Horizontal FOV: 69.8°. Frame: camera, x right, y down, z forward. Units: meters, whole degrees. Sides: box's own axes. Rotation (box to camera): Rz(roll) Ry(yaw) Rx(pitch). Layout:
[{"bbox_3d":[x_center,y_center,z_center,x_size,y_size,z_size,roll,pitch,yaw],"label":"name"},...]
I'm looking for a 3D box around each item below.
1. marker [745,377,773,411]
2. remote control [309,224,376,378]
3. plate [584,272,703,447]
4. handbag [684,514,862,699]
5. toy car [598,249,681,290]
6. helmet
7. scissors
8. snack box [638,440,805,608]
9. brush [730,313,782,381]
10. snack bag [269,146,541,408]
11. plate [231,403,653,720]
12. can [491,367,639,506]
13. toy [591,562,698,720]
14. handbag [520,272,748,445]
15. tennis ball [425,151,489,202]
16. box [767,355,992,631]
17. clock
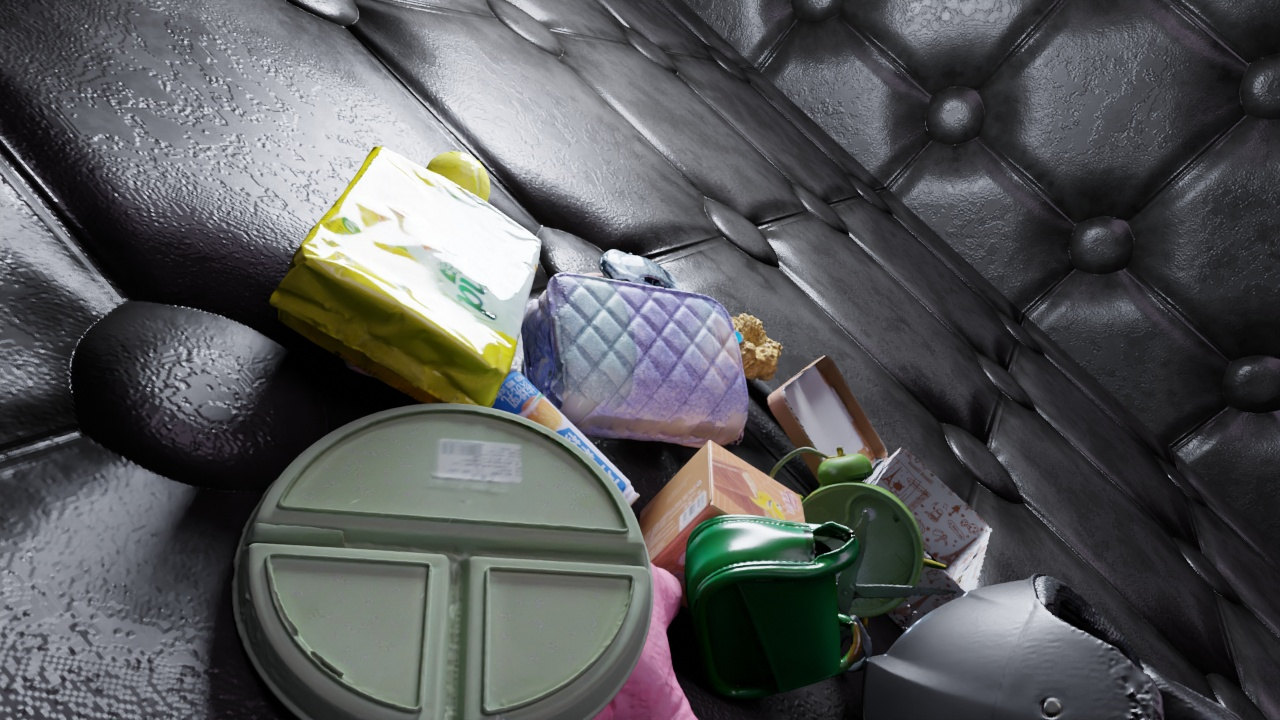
[{"bbox_3d":[0.163,0.062,1.023,0.132,0.020,0.022,45,5,11],"label":"marker"},{"bbox_3d":[-0.210,-0.044,0.692,0.058,0.021,0.150,13,37,-44],"label":"remote control"},{"bbox_3d":[0.011,-0.008,0.920,0.229,0.028,0.229,30,28,-19],"label":"plate"},{"bbox_3d":[0.092,0.168,0.634,0.120,0.131,0.067,-8,31,3],"label":"handbag"},{"bbox_3d":[0.002,-0.088,0.964,0.105,0.031,0.049,16,35,-39],"label":"toy car"},{"bbox_3d":[0.262,0.280,0.597,0.233,0.231,0.274,30,51,-35],"label":"helmet"},{"bbox_3d":[0.154,0.175,0.708,0.159,0.177,0.014,19,39,21],"label":"scissors"},{"bbox_3d":[0.061,0.134,0.698,0.094,0.093,0.076,32,28,-16],"label":"snack box"},{"bbox_3d":[0.056,-0.024,0.921,0.254,0.046,0.083,11,47,-45],"label":"brush"},{"bbox_3d":[-0.163,-0.064,0.680,0.158,0.068,0.246,32,28,-17],"label":"snack bag"},{"bbox_3d":[-0.101,0.107,0.507,0.230,0.028,0.229,11,42,-10],"label":"plate"},{"bbox_3d":[-0.065,0.070,0.674,0.134,0.053,0.053,44,27,6],"label":"can"},{"bbox_3d":[-0.039,0.154,0.561,0.178,0.075,0.194,25,27,-24],"label":"toy"},{"bbox_3d":[-0.005,0.005,0.784,0.193,0.076,0.134,7,59,-31],"label":"handbag"},{"bbox_3d":[-0.175,-0.165,0.870,0.065,0.066,0.065,31,28,-19],"label":"tennis ball"},{"bbox_3d":[0.228,0.126,0.932,0.262,0.088,0.177,46,27,9],"label":"box"},{"bbox_3d":[0.179,0.149,0.809,0.161,0.116,0.056,50,17,11],"label":"clock"}]
